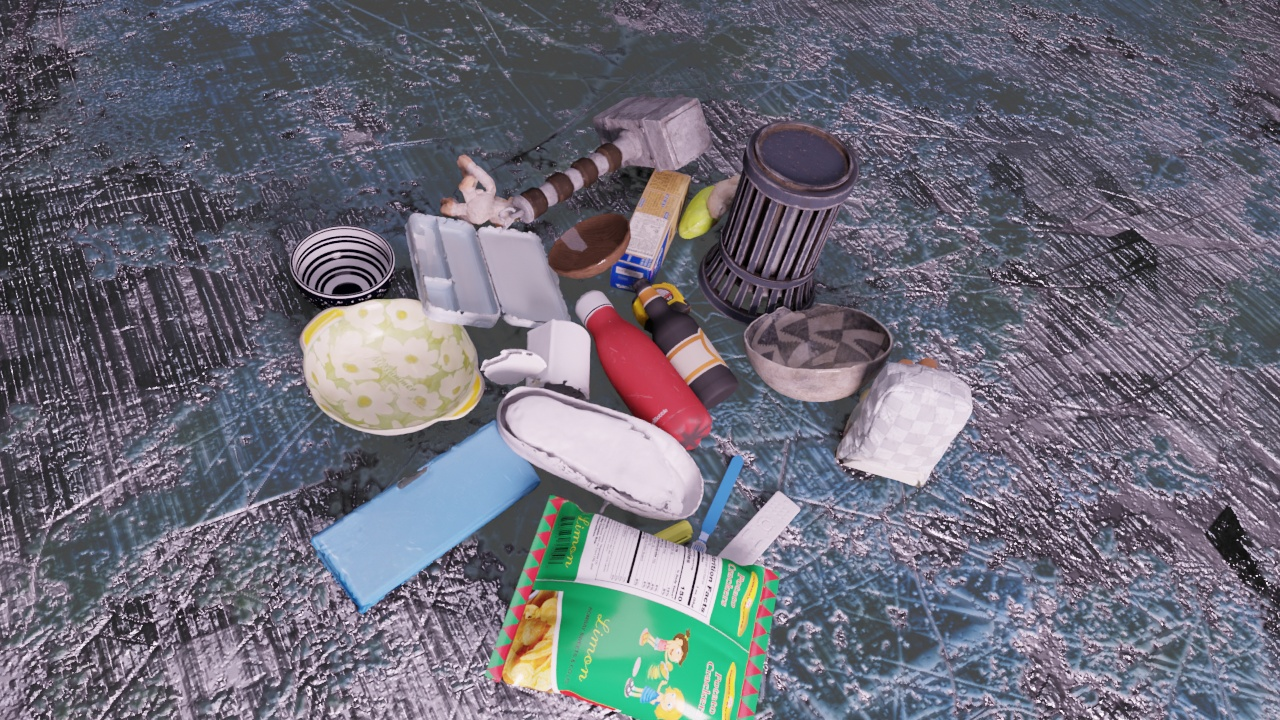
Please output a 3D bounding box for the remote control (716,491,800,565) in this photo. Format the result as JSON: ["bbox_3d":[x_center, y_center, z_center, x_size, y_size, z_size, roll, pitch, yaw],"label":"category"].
[{"bbox_3d":[0.128,0.196,1.017,0.033,0.012,0.130,39,55,16],"label":"remote control"}]

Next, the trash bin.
[{"bbox_3d":[0.178,-0.177,1.181,0.164,0.228,0.164,5,52,-7],"label":"trash bin"}]

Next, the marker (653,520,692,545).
[{"bbox_3d":[0.001,0.206,0.982,0.123,0.018,0.021,-22,59,-24],"label":"marker"}]

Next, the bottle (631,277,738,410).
[{"bbox_3d":[0.047,-0.026,1.126,0.059,0.059,0.181,-26,72,-27],"label":"bottle"}]

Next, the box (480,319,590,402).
[{"bbox_3d":[-0.117,-0.009,1.056,0.080,0.150,0.106,-22,51,23],"label":"box"}]

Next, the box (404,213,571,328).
[{"bbox_3d":[-0.193,-0.111,1.150,0.188,0.037,0.208,7,39,-30],"label":"box"}]

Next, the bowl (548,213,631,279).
[{"bbox_3d":[-0.061,-0.141,1.182,0.118,0.030,0.117,-18,39,15],"label":"bowl"}]

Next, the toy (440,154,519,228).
[{"bbox_3d":[-0.210,-0.217,1.239,0.106,0.085,0.074,22,15,-17],"label":"toy"}]

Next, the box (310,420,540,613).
[{"bbox_3d":[-0.221,0.161,0.967,0.230,0.053,0.093,-35,82,-31],"label":"box"}]

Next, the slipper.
[{"bbox_3d":[-0.045,0.106,1.001,0.246,0.075,0.112,25,84,-10],"label":"slipper"}]

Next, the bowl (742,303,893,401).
[{"bbox_3d":[0.217,0.002,1.132,0.178,0.081,0.178,-4,27,2],"label":"bowl"}]

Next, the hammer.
[{"bbox_3d":[-0.071,-0.264,1.266,0.325,0.079,0.177,-36,32,-23],"label":"hammer"}]

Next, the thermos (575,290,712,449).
[{"bbox_3d":[-0.006,0.007,1.101,0.073,0.073,0.240,-22,59,-25],"label":"thermos"}]

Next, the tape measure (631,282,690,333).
[{"bbox_3d":[0.023,-0.067,1.187,0.064,0.037,0.065,43,70,15],"label":"tape measure"}]

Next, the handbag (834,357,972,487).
[{"bbox_3d":[0.307,0.060,1.056,0.112,0.172,0.123,17,51,2],"label":"handbag"}]

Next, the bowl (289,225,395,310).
[{"bbox_3d":[-0.360,-0.100,1.120,0.120,0.066,0.120,5,52,-7],"label":"bowl"}]

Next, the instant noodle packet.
[{"bbox_3d":[0.001,0.255,0.895,0.253,0.091,0.195,19,54,-1],"label":"instant noodle packet"}]

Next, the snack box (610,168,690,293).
[{"bbox_3d":[0.015,-0.178,1.263,0.056,0.057,0.206,17,51,7],"label":"snack box"}]

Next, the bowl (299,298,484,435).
[{"bbox_3d":[-0.283,0.018,1.048,0.219,0.060,0.187,25,51,8],"label":"bowl"}]

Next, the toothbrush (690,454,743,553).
[{"bbox_3d":[0.085,0.167,1.031,0.016,0.014,0.166,24,51,8],"label":"toothbrush"}]

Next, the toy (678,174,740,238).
[{"bbox_3d":[0.101,-0.217,1.279,0.046,0.115,0.091,43,48,-15],"label":"toy"}]
